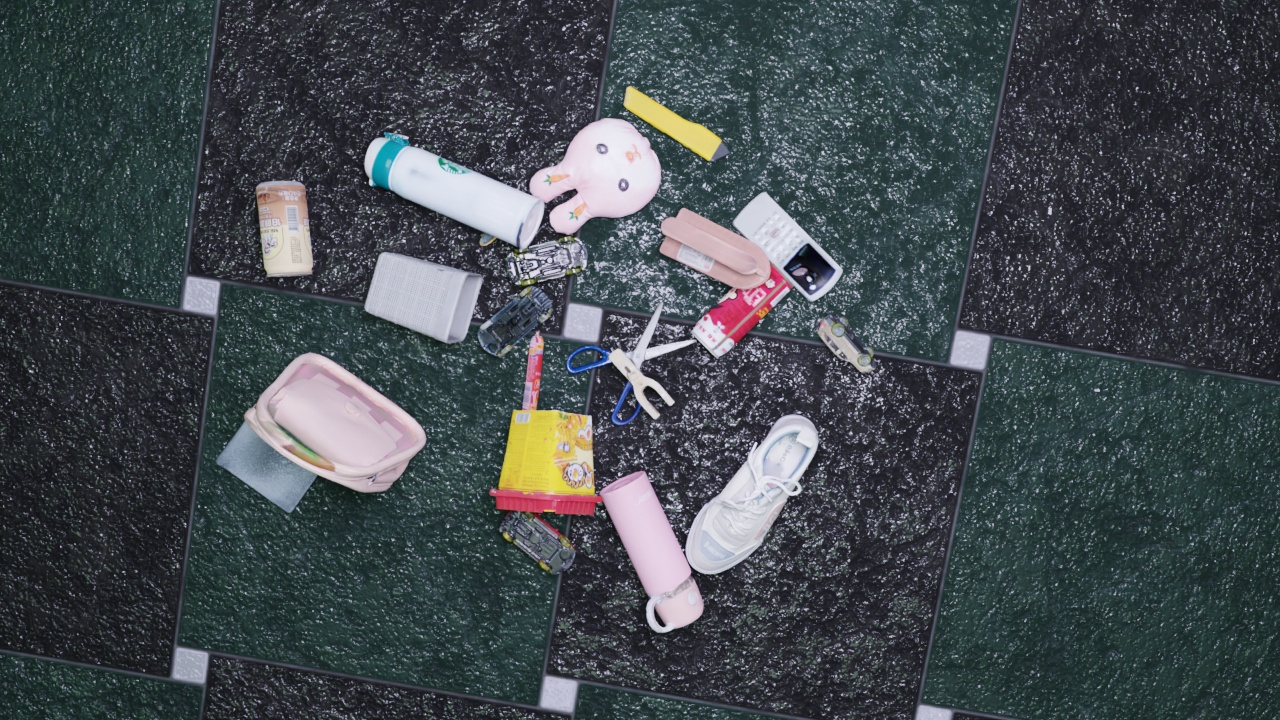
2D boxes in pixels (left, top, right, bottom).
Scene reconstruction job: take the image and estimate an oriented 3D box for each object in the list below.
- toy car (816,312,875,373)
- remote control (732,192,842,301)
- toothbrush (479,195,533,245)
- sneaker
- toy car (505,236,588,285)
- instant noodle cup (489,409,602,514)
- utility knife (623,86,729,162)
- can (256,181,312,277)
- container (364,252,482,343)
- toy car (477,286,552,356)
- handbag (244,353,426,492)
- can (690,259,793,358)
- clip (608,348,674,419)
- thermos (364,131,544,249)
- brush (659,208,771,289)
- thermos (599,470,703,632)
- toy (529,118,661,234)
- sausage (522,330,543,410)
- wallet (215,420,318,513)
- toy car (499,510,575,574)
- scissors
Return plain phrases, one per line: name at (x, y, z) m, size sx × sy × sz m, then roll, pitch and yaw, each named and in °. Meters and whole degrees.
toy car at (0.263, -0.020, 1.163) m, size 0.090 × 0.042 × 0.035 m, roll 47°, pitch 118°, yaw 2°
remote control at (0.187, -0.143, 1.164) m, size 0.150 × 0.021 × 0.058 m, roll 44°, pitch 94°, yaw -2°
toothbrush at (-0.132, -0.209, 1.167) m, size 0.191 × 0.018 × 0.016 m, roll -39°, pitch 95°, yaw 4°
sneaker at (0.145, 0.177, 1.157) m, size 0.089 × 0.090 × 0.242 m, roll 36°, pitch 95°, yaw -1°
toy car at (-0.119, -0.126, 1.168) m, size 0.105 × 0.032 × 0.048 m, roll -15°, pitch 94°, yaw -9°
instant noodle cup at (-0.114, 0.126, 1.144) m, size 0.116 × 0.116 × 0.123 m, roll -2°, pitch 80°, yaw 35°
utility knife at (0.044, -0.297, 1.157) m, size 0.154 × 0.015 × 0.033 m, roll 32°, pitch 88°, yaw -1°
can at (-0.448, -0.165, 1.158) m, size 0.058 × 0.058 × 0.116 m, roll -4°, pitch 95°, yaw 1°
container at (-0.272, -0.082, 1.147) m, size 0.114 × 0.090 × 0.090 m, roll 18°, pitch 94°, yaw 3°
toy car at (-0.160, -0.050, 1.174) m, size 0.105 × 0.031 × 0.049 m, roll -40°, pitch 92°, yaw 3°
handbag at (-0.374, 0.086, 1.089) m, size 0.193 × 0.234 × 0.093 m, roll 36°, pitch 96°, yaw -2°
can at (0.127, -0.065, 1.155) m, size 0.133 × 0.053 × 0.053 m, roll -45°, pitch 92°, yaw 4°
clip at (0.002, 0.031, 1.174) m, size 0.035 × 0.084 × 0.104 m, roll -43°, pitch 68°, yaw 1°
thermos at (-0.233, -0.213, 1.135) m, size 0.224 × 0.073 × 0.073 m, roll 24°, pitch 95°, yaw 7°
brush at (0.093, -0.132, 1.119) m, size 0.146 × 0.073 × 0.063 m, roll 31°, pitch 94°, yaw 27°
thermos at (0.011, 0.248, 1.171) m, size 0.067 × 0.087 × 0.198 m, roll -20°, pitch 95°, yaw 47°
toy at (-0.055, -0.226, 1.145) m, size 0.159 × 0.054 × 0.121 m, roll -33°, pitch 105°, yaw 5°
sausage at (-0.141, 0.038, 1.187) m, size 0.020 × 0.020 × 0.156 m, roll 8°, pitch 95°, yaw 1°
wallet at (-0.482, 0.130, 1.205) m, size 0.121 × 0.019 × 0.097 m, roll 37°, pitch 97°, yaw -3°
toy car at (-0.132, 0.234, 1.197) m, size 0.106 × 0.031 × 0.049 m, roll 39°, pitch 95°, yaw -1°
scissors at (-0.014, 0.004, 1.186) m, size 0.175 × 0.012 × 0.162 m, roll 2°, pitch 94°, yaw 0°
